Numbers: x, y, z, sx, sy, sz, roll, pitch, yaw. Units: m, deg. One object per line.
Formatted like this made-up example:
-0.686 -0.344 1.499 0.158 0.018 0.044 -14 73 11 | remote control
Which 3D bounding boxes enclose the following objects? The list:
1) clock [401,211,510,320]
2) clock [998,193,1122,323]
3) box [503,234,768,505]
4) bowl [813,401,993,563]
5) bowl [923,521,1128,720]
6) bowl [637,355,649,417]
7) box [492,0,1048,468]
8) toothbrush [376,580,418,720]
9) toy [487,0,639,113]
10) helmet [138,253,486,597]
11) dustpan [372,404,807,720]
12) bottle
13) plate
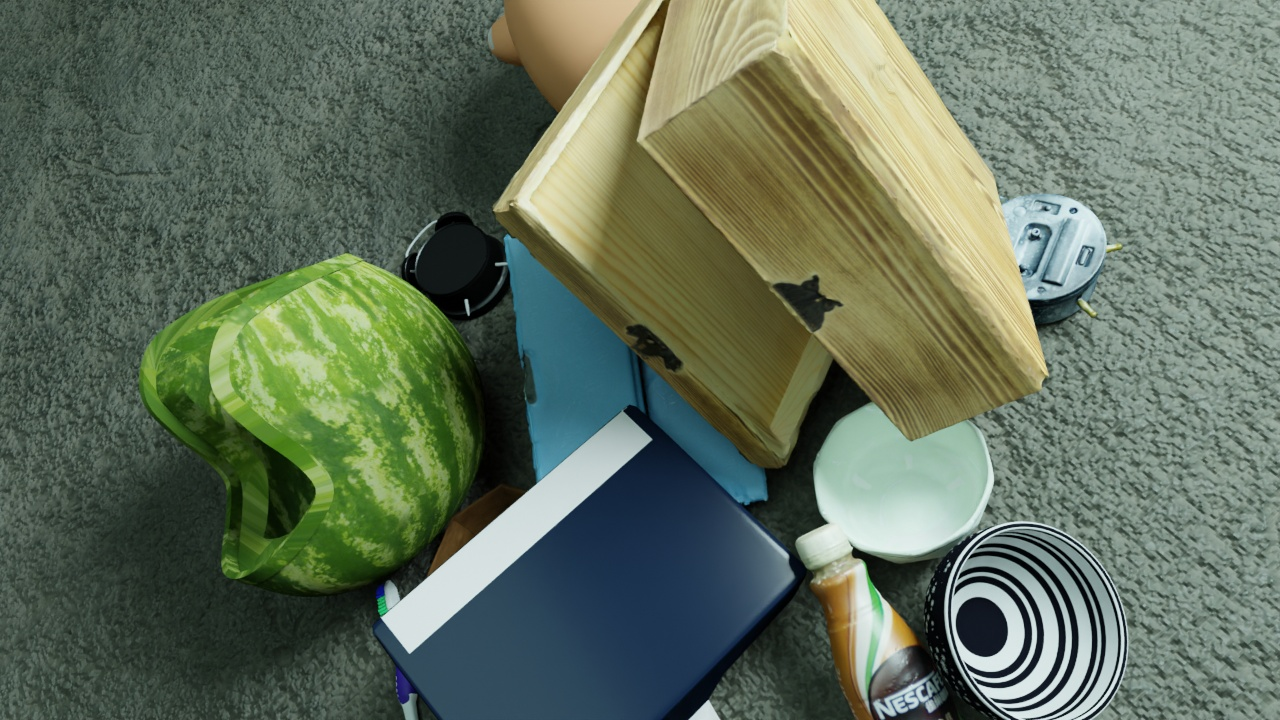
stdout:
-0.179 -0.093 0.881 0.121 0.042 0.091 36 83 31 | clock
0.278 -0.077 0.678 0.129 0.052 0.090 20 75 28 | clock
-0.004 0.004 0.691 0.174 0.033 0.231 -10 83 4 | box
0.183 0.088 0.631 0.118 0.061 0.117 -13 55 19 | bowl
0.227 0.164 0.570 0.120 0.066 0.120 4 72 -12 | bowl
-0.040 0.027 0.771 0.122 0.035 0.121 -9 63 19 | bowl
0.091 -0.113 0.618 0.221 0.279 0.257 -29 33 34 | box
-0.187 0.263 0.733 0.016 0.015 0.186 -29 59 13 | toothbrush
0.013 -0.305 0.781 0.281 0.265 0.263 -35 85 14 | toy
-0.238 0.050 0.726 0.214 0.247 0.242 -6 19 45 | helmet
0.003 0.206 0.615 0.236 0.080 0.273 -40 67 -17 | dustpan
0.148 0.184 0.577 0.059 0.059 0.167 -27 79 9 | bottle
-0.107 0.167 0.738 0.131 0.025 0.131 -9 63 19 | plate
